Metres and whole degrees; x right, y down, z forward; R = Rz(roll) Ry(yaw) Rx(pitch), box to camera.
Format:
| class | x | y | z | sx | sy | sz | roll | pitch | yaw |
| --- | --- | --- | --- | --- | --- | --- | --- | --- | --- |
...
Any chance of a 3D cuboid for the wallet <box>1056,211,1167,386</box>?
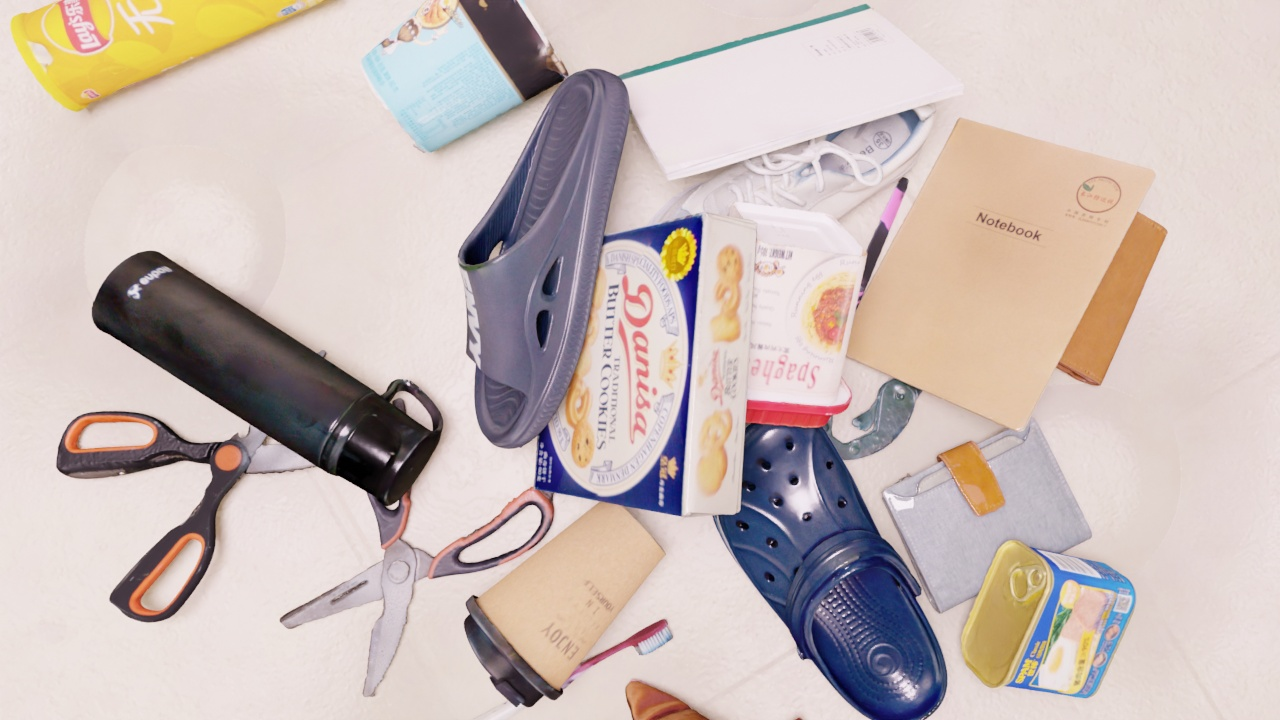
| class | x | y | z | sx | sy | sz | roll | pitch | yaw |
| --- | --- | --- | --- | --- | --- | --- | --- | --- | --- |
| wallet | 0.327 | -0.061 | 0.690 | 0.108 | 0.031 | 0.131 | 25 | 87 | -12 |

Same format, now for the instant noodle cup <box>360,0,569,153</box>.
| class | x | y | z | sx | sy | sz | roll | pitch | yaw |
| --- | --- | --- | --- | --- | --- | --- | --- | --- | --- |
| instant noodle cup | -0.128 | -0.212 | 0.653 | 0.120 | 0.111 | 0.111 | -34 | 89 | 4 |

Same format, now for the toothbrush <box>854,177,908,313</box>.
| class | x | y | z | sx | sy | sz | roll | pitch | yaw |
| --- | --- | --- | --- | --- | --- | --- | --- | --- | --- |
| toothbrush | 0.166 | -0.056 | 0.692 | 0.014 | 0.018 | 0.189 | 27 | 82 | -15 |

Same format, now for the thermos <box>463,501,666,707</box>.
| class | x | y | z | sx | sy | sz | roll | pitch | yaw |
| --- | --- | --- | --- | --- | --- | --- | --- | --- | --- |
| thermos | -0.053 | 0.166 | 0.646 | 0.143 | 0.093 | 0.093 | -43 | 89 | -11 |

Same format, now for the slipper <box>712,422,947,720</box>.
| class | x | y | z | sx | sy | sz | roll | pitch | yaw |
| --- | --- | --- | --- | --- | --- | --- | --- | --- | --- |
| slipper | 0.133 | 0.153 | 0.647 | 0.105 | 0.095 | 0.253 | -30 | 92 | 0 |

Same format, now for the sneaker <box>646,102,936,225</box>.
| class | x | y | z | sx | sy | sz | roll | pitch | yaw |
| --- | --- | --- | --- | --- | --- | --- | --- | --- | --- |
| sneaker | 0.107 | -0.121 | 0.661 | 0.242 | 0.091 | 0.089 | -31 | 88 | -2 |

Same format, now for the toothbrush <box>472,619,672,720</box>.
| class | x | y | z | sx | sy | sz | roll | pitch | yaw |
| --- | --- | --- | --- | --- | --- | --- | --- | --- | --- |
| toothbrush | -0.061 | 0.241 | 0.676 | 0.187 | 0.016 | 0.017 | -28 | 98 | -3 |

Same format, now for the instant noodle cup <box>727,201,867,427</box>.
| class | x | y | z | sx | sy | sz | roll | pitch | yaw |
| --- | --- | --- | --- | --- | --- | --- | --- | --- | --- |
| instant noodle cup | 0.090 | -0.034 | 0.624 | 0.116 | 0.116 | 0.124 | 6 | 118 | -13 |

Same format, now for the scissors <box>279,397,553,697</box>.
| class | x | y | z | sx | sy | sz | roll | pitch | yaw |
| --- | --- | --- | --- | --- | --- | --- | --- | --- | --- |
| scissors | -0.163 | 0.141 | 0.677 | 0.189 | 0.015 | 0.223 | 8 | 88 | -2 |

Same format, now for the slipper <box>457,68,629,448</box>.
| class | x | y | z | sx | sy | sz | roll | pitch | yaw |
| --- | --- | --- | --- | --- | --- | --- | --- | --- | --- |
| slipper | -0.085 | -0.076 | 0.627 | 0.083 | 0.111 | 0.268 | 14 | 93 | -34 |

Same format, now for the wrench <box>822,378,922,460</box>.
| class | x | y | z | sx | sy | sz | roll | pitch | yaw |
| --- | --- | --- | --- | --- | --- | --- | --- | --- | --- |
| wrench | 0.232 | -0.030 | 0.698 | 0.056 | 0.016 | 0.273 | 40 | 87 | 0 |

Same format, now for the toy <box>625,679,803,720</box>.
| class | x | y | z | sx | sy | sz | roll | pitch | yaw |
| --- | --- | --- | --- | --- | --- | --- | --- | --- | --- |
| toy | 0.066 | 0.311 | 0.636 | 0.199 | 0.139 | 0.131 | 19 | 128 | 0 |

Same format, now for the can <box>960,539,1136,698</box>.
| class | x | y | z | sx | sy | sz | roll | pitch | yaw |
| --- | --- | --- | --- | --- | --- | --- | --- | --- | --- |
| can | 0.291 | 0.187 | 0.655 | 0.083 | 0.057 | 0.102 | 14 | 102 | -17 |

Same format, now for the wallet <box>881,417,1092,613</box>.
| class | x | y | z | sx | sy | sz | roll | pitch | yaw |
| --- | --- | --- | --- | --- | --- | --- | --- | --- | --- |
| wallet | 0.257 | 0.113 | 0.682 | 0.129 | 0.037 | 0.106 | -25 | 89 | -3 |

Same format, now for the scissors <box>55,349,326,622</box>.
| class | x | y | z | sx | sy | sz | roll | pitch | yaw |
| --- | --- | --- | --- | --- | --- | --- | --- | --- | --- |
| scissors | -0.315 | 0.084 | 0.666 | 0.221 | 0.022 | 0.231 | 15 | 77 | 3 |

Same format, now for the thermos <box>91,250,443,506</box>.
| class | x | y | z | sx | sy | sz | roll | pitch | yaw |
| --- | --- | --- | --- | --- | --- | --- | --- | --- | --- |
| thermos | -0.255 | 0.008 | 0.650 | 0.242 | 0.069 | 0.089 | 31 | 42 | 4 |

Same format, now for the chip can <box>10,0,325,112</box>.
| class | x | y | z | sx | sy | sz | roll | pitch | yaw |
| --- | --- | --- | --- | --- | --- | --- | --- | --- | --- |
| chip can | -0.330 | -0.255 | 0.662 | 0.213 | 0.072 | 0.072 | -26 | 88 | -4 |

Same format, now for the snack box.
| class | x | y | z | sx | sy | sz | roll | pitch | yaw |
| --- | --- | --- | --- | --- | --- | --- | --- | --- | --- |
| snack box | -0.004 | 0.004 | 0.609 | 0.045 | 0.183 | 0.178 | 7 | 84 | -35 |

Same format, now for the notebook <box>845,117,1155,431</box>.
| class | x | y | z | sx | sy | sz | roll | pitch | yaw |
| --- | --- | --- | --- | --- | --- | --- | --- | --- | --- |
| notebook | 0.253 | -0.069 | 0.669 | 0.148 | 0.008 | 0.207 | 27 | 86 | 30 |

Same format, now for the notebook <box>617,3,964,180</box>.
| class | x | y | z | sx | sy | sz | roll | pitch | yaw |
| --- | --- | --- | --- | --- | --- | --- | --- | --- | --- |
| notebook | 0.097 | -0.198 | 0.654 | 0.209 | 0.012 | 0.150 | -17 | 44 | -3 |
